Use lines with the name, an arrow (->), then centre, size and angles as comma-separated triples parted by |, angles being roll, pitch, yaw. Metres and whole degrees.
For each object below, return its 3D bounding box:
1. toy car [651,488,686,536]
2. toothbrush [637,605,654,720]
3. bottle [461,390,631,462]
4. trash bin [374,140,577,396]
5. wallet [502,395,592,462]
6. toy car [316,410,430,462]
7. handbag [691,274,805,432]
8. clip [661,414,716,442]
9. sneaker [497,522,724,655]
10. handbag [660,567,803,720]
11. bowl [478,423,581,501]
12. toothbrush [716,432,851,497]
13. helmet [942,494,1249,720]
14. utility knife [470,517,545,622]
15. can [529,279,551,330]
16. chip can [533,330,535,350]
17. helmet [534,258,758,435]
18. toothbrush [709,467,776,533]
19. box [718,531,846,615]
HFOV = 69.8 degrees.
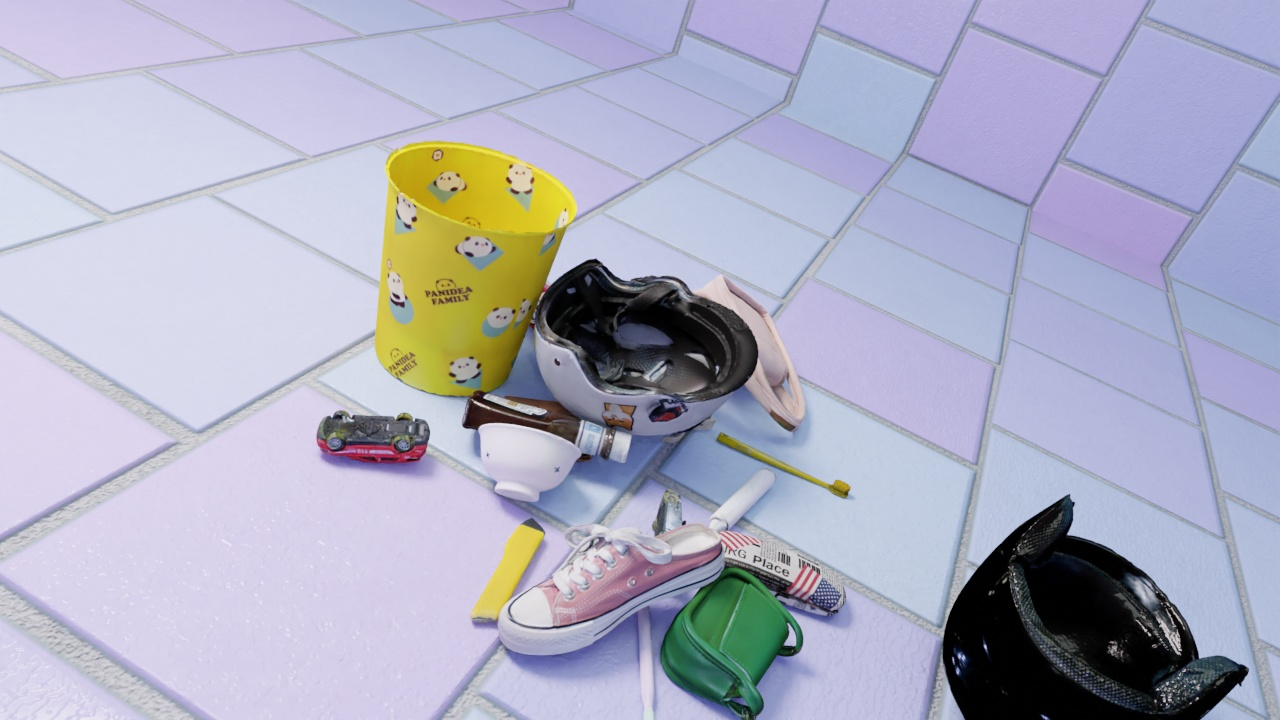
toy car -> 0.032, 0.195, 1.021 | 0.037, 0.054, 0.120 | 13, 30, -6
toothbrush -> 0.009, 0.303, 0.873 | 0.021, 0.029, 0.189 | -19, 32, 8
bottle -> -0.108, 0.080, 1.081 | 0.195, 0.044, 0.080 | 14, 7, -1
trash bin -> -0.223, -0.109, 1.152 | 0.229, 0.256, 0.229 | 15, 32, -10
wallet -> -0.118, 0.083, 1.146 | 0.115, 0.020, 0.101 | 9, 31, -13
toy car -> -0.294, 0.087, 1.012 | 0.120, 0.045, 0.052 | 6, 31, -11
handbag -> 0.166, 0.002, 1.334 | 0.193, 0.093, 0.234 | 23, 32, -57
clip -> 0.058, 0.087, 1.225 | 0.102, 0.035, 0.095 | 19, 26, -16
sneaker -> -0.028, 0.202, 0.891 | 0.240, 0.088, 0.118 | -18, 26, -20
handbag -> 0.091, 0.282, 0.916 | 0.120, 0.068, 0.131 | 38, 34, 15
bowl -> -0.131, 0.120, 1.022 | 0.118, 0.118, 0.064 | 15, 70, -8
toothbrush -> 0.193, 0.138, 1.236 | 0.190, 0.017, 0.015 | 24, 31, 6
helmet -> 0.447, 0.289, 0.946 | 0.274, 0.231, 0.233 | 0, 44, -46
utility knife -> -0.134, 0.213, 0.935 | 0.033, 0.015, 0.156 | 17, 32, 8
can -> -0.134, -0.071, 1.327 | 0.066, 0.067, 0.094 | -12, 44, -41
chip can -> -0.039, -0.028, 1.283 | 0.213, 0.072, 0.072 | 6, 34, -27
helmet -> -0.007, 0.007, 1.152 | 0.274, 0.157, 0.229 | 13, 42, -10
toothbrush -> 0.107, 0.185, 1.105 | 0.220, 0.027, 0.026 | -31, 96, -52
box -> 0.153, 0.242, 1.035 | 0.164, 0.052, 0.068 | 22, 44, 0
